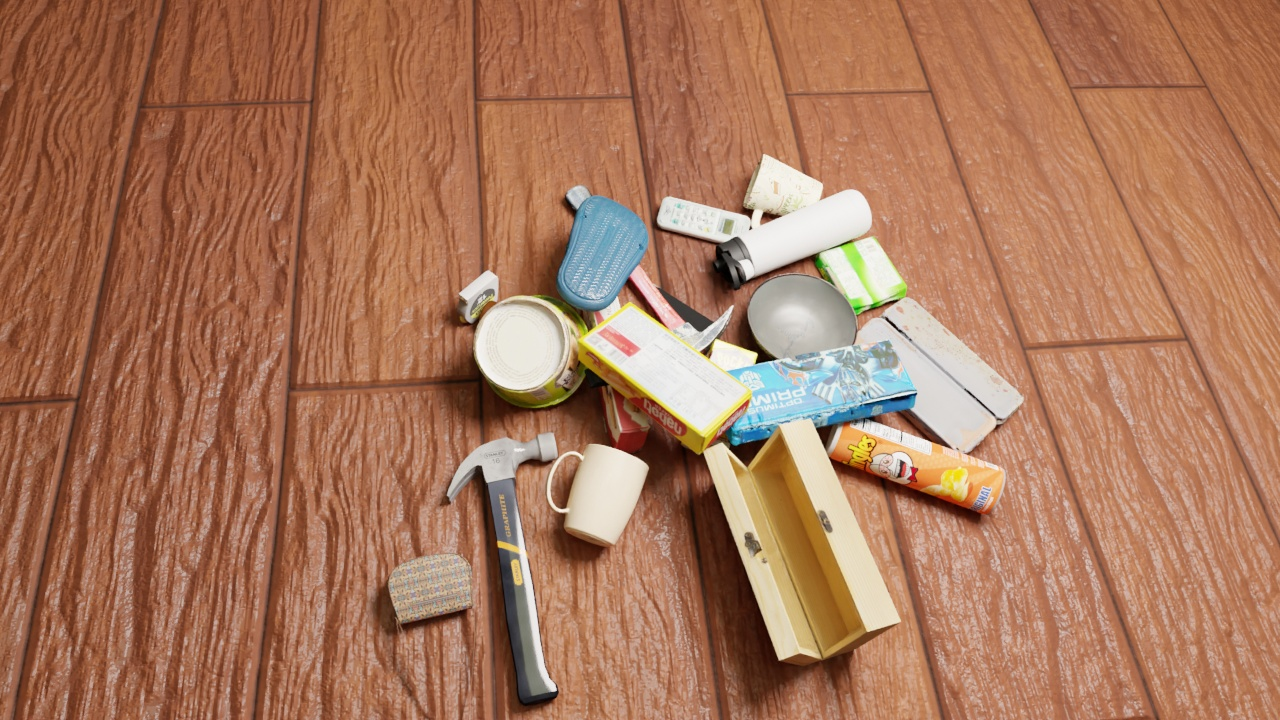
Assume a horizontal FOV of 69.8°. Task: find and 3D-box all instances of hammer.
[{"bbox_3d":[-0.002,-0.131,1.288,0.140,0.036,0.326,-28,66,-17],"label":"hammer"},{"bbox_3d":[-0.140,0.237,1.068,0.139,0.035,0.312,-11,62,-9],"label":"hammer"}]

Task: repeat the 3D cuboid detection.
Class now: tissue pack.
[{"bbox_3d":[0.312,-0.122,1.310,0.099,0.034,0.114,-17,63,-13],"label":"tissue pack"}]

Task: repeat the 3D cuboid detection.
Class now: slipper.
[{"bbox_3d":[-0.050,-0.135,1.187,0.104,0.059,0.213,22,47,-6],"label":"slipper"}]

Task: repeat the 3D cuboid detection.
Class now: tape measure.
[{"bbox_3d":[-0.217,-0.082,1.223,0.017,0.065,0.064,37,62,15],"label":"tape measure"}]

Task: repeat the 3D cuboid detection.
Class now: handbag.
[{"bbox_3d":[-0.222,0.314,1.023,0.093,0.043,0.195,-10,70,-15],"label":"handbag"}]

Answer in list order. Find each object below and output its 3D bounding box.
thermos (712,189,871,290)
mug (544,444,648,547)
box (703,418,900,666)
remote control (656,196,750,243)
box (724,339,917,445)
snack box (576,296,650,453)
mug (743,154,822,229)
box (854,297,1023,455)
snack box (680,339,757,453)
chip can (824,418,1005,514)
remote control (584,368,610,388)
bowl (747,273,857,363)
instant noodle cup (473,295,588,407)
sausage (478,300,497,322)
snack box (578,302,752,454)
[{"bbox_3d":[0.215,-0.166,1.283,0.229,0.068,0.101,-23,25,-8],"label":"thermos"},{"bbox_3d":[-0.058,0.157,1.085,0.111,0.085,0.104,23,71,-12],"label":"mug"},{"bbox_3d":[0.173,0.213,1.054,0.148,0.141,0.248,-14,63,-9],"label":"box"},{"bbox_3d":[0.092,-0.200,1.340,0.133,0.022,0.050,15,71,3],"label":"remote control"},{"bbox_3d":[0.214,0.035,1.137,0.243,0.066,0.090,-11,37,-11],"label":"box"},{"bbox_3d":[-0.043,-0.014,1.195,0.044,0.077,0.272,-7,62,-14],"label":"snack box"},{"bbox_3d":[0.205,-0.230,1.349,0.097,0.081,0.122,19,81,-2],"label":"mug"},{"bbox_3d":[0.394,0.018,1.237,0.156,0.063,0.216,-31,67,-32],"label":"box"},{"bbox_3d":[0.103,0.049,1.185,0.061,0.026,0.148,19,68,-2],"label":"snack box"},{"bbox_3d":[0.343,0.128,1.154,0.210,0.062,0.062,20,61,6],"label":"chip can"},{"bbox_3d":[-0.007,0.007,1.136,0.124,0.010,0.039,-15,63,-17],"label":"remote control"},{"bbox_3d":[0.213,-0.042,1.243,0.150,0.057,0.150,2,61,-4],"label":"bowl"},{"bbox_3d":[-0.140,-0.016,1.145,0.146,0.098,0.146,-1,84,7],"label":"instant noodle cup"},{"bbox_3d":[-0.143,-0.034,1.218,0.155,0.040,0.040,24,61,9],"label":"sausage"},{"bbox_3d":[0.027,0.017,1.092,0.201,0.042,0.092,37,58,23],"label":"snack box"}]
